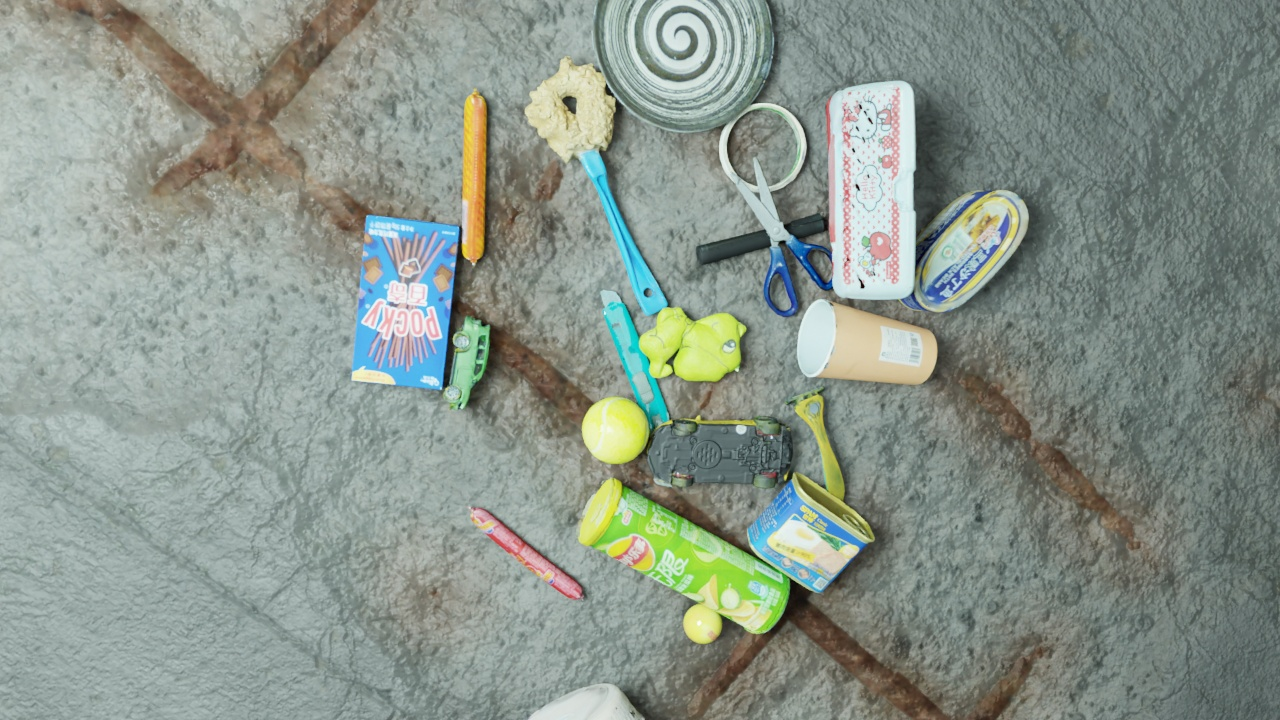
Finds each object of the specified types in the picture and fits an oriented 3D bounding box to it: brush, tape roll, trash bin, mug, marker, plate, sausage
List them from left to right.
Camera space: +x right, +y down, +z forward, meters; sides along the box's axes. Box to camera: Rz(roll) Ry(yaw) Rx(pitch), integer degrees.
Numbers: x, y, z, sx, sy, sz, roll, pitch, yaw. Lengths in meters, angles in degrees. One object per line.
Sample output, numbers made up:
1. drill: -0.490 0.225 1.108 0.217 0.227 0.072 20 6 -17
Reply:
1. sausage: -0.156 -0.171 0.860 0.021 0.021 0.165 2 98 -10
2. sausage: -0.115 0.195 0.922 0.156 0.020 0.020 41 90 -12
3. trash bin: -0.042 0.434 0.882 0.227 0.227 0.192 -28 89 -4
4. brush: -0.033 -0.162 0.877 0.083 0.046 0.255 -26 105 -9
5. plate: 0.040 -0.304 0.866 0.179 0.024 0.179 -1 95 -15
6. marker: 0.119 -0.121 0.912 0.132 0.022 0.020 -15 60 -7
7. tape roll: 0.120 -0.209 0.904 0.085 0.014 0.086 -1 99 -9
8. mug: 0.230 -0.013 0.921 0.122 0.078 0.078 9 96 -15

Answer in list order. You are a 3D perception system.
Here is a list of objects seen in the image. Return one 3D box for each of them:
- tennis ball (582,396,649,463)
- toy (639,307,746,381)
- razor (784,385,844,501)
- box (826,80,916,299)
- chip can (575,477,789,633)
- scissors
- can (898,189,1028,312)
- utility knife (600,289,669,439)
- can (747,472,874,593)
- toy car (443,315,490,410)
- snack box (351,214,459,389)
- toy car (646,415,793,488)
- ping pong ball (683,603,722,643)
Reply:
1. tennis ball: -0.024 0.068 0.894 0.065 0.065 0.065 -1 98 -9
2. toy: 0.053 -0.013 0.912 0.100 0.031 0.097 37 94 -14
3. razor: 0.190 0.093 0.954 0.043 0.028 0.132 -21 103 -9
4. box: 0.230 -0.160 0.876 0.095 0.099 0.201 -8 100 -26
5. chip can: 0.047 0.199 0.921 0.221 0.072 0.072 30 92 -12
6. scissors: 0.145 -0.123 0.899 0.141 0.012 0.171 -6 115 -17
7. can: 0.325 -0.111 0.933 0.074 0.049 0.148 44 89 -13
8. utility knife: -0.005 0.005 0.914 0.029 0.013 0.164 -23 101 -7
9. can: 0.172 0.178 0.939 0.102 0.057 0.083 35 106 -12
10. toy car: -0.166 0.004 0.873 0.036 0.043 0.091 14 96 -12
11. snack box: -0.221 -0.054 0.864 0.084 0.026 0.157 6 97 -11
12. toy car: 0.081 0.091 0.926 0.155 0.041 0.071 0 98 -11
13. ping pong ball: 0.065 0.273 0.950 0.040 0.040 0.040 -1 98 -9
